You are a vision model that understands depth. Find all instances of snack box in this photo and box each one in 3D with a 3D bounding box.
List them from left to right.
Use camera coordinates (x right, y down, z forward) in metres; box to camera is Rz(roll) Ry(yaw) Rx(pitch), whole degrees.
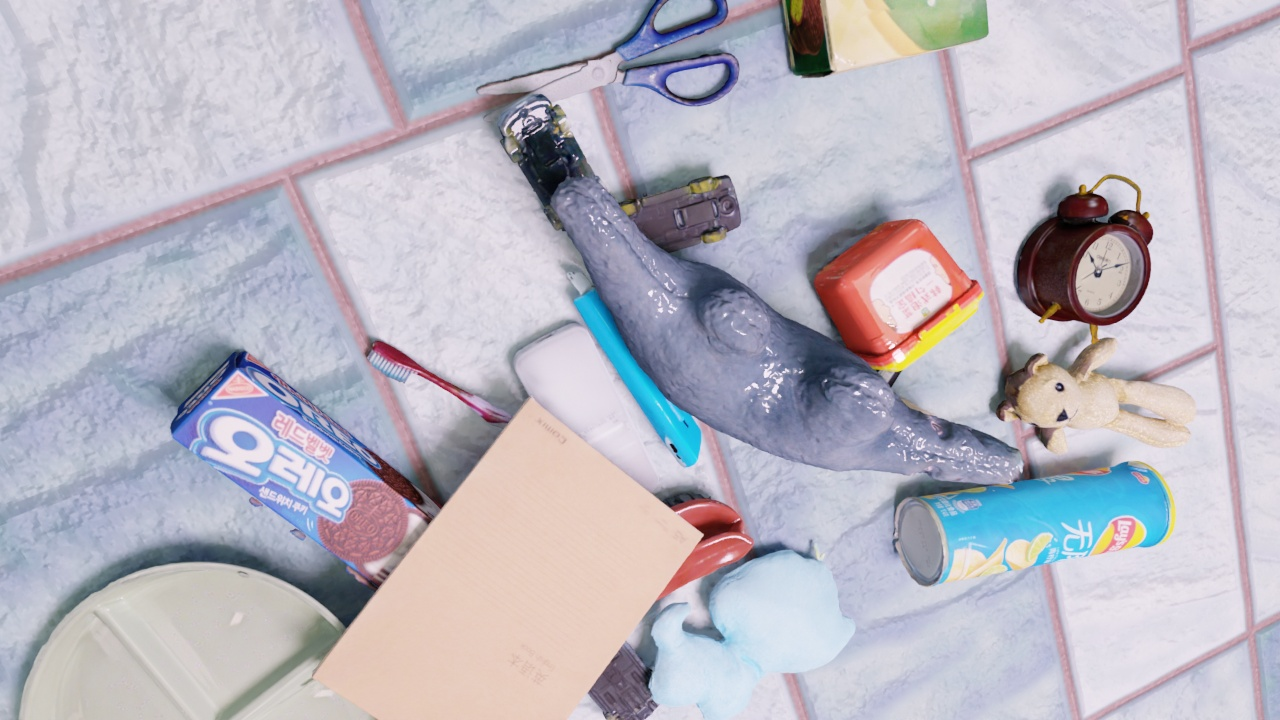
[{"bbox_3d":[-0.189,0.083,0.575,0.058,0.057,0.207,-47,112,-4],"label":"snack box"},{"bbox_3d":[0.138,-0.306,0.562,0.114,0.063,0.240,-16,108,-13],"label":"snack box"},{"bbox_3d":[0.176,-0.047,0.637,0.091,0.082,0.080,-37,102,-6],"label":"snack box"}]

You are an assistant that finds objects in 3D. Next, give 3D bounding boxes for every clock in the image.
[{"bbox_3d":[0.337,-0.079,0.688,0.082,0.055,0.122,17,98,-20],"label":"clock"}]

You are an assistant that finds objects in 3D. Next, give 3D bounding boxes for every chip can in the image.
[{"bbox_3d":[0.312,0.128,0.728,0.210,0.071,0.071,-6,106,-15],"label":"chip can"}]

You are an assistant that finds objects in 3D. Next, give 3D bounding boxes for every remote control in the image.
[{"bbox_3d":[-0.036,0.042,0.628,0.056,0.020,0.136,-29,111,-8],"label":"remote control"}]

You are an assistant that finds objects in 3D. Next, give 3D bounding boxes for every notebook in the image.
[{"bbox_3d":[-0.077,0.151,0.579,0.149,0.012,0.211,40,82,-13],"label":"notebook"}]

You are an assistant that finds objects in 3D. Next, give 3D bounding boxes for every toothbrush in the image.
[{"bbox_3d":[-0.094,0.041,0.600,0.187,0.016,0.017,32,115,-13],"label":"toothbrush"}]

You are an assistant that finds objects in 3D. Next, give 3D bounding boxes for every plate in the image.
[{"bbox_3d":[-0.269,0.236,0.576,0.230,0.027,0.230,0,94,0],"label":"plate"}]

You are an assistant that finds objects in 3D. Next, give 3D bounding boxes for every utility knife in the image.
[{"bbox_3d":[-0.004,0.004,0.623,0.018,0.034,0.161,-20,114,34],"label":"utility knife"}]

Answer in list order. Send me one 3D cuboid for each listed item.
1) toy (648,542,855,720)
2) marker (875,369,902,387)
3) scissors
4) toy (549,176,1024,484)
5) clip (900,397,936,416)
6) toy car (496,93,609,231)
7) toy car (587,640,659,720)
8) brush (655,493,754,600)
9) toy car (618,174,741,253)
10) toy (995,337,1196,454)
[{"bbox_3d":[0.088,0.203,0.692,0.161,0.050,0.156,29,86,-20],"label":"toy"},{"bbox_3d":[0.173,0.028,0.690,0.124,0.018,0.015,-57,151,3],"label":"marker"},{"bbox_3d":[-0.020,-0.193,0.575,0.173,0.012,0.126,9,104,-17],"label":"scissors"},{"bbox_3d":[0.083,0.004,0.590,0.356,0.138,0.091,29,65,-14],"label":"toy"},{"bbox_3d":[0.224,0.058,0.701,0.100,0.070,0.034,21,96,-14],"label":"clip"},{"bbox_3d":[-0.055,-0.122,0.571,0.043,0.034,0.090,-36,126,-5],"label":"toy car"},{"bbox_3d":[-0.023,0.227,0.677,0.049,0.031,0.105,-36,116,-9],"label":"toy car"},{"bbox_3d":[0.006,0.140,0.641,0.145,0.069,0.063,-19,110,-11],"label":"brush"},{"bbox_3d":[0.019,-0.092,0.601,0.090,0.035,0.042,-18,107,-5],"label":"toy car"},{"bbox_3d":[0.361,0.036,0.721,0.157,0.066,0.105,11,119,-11],"label":"toy"}]
